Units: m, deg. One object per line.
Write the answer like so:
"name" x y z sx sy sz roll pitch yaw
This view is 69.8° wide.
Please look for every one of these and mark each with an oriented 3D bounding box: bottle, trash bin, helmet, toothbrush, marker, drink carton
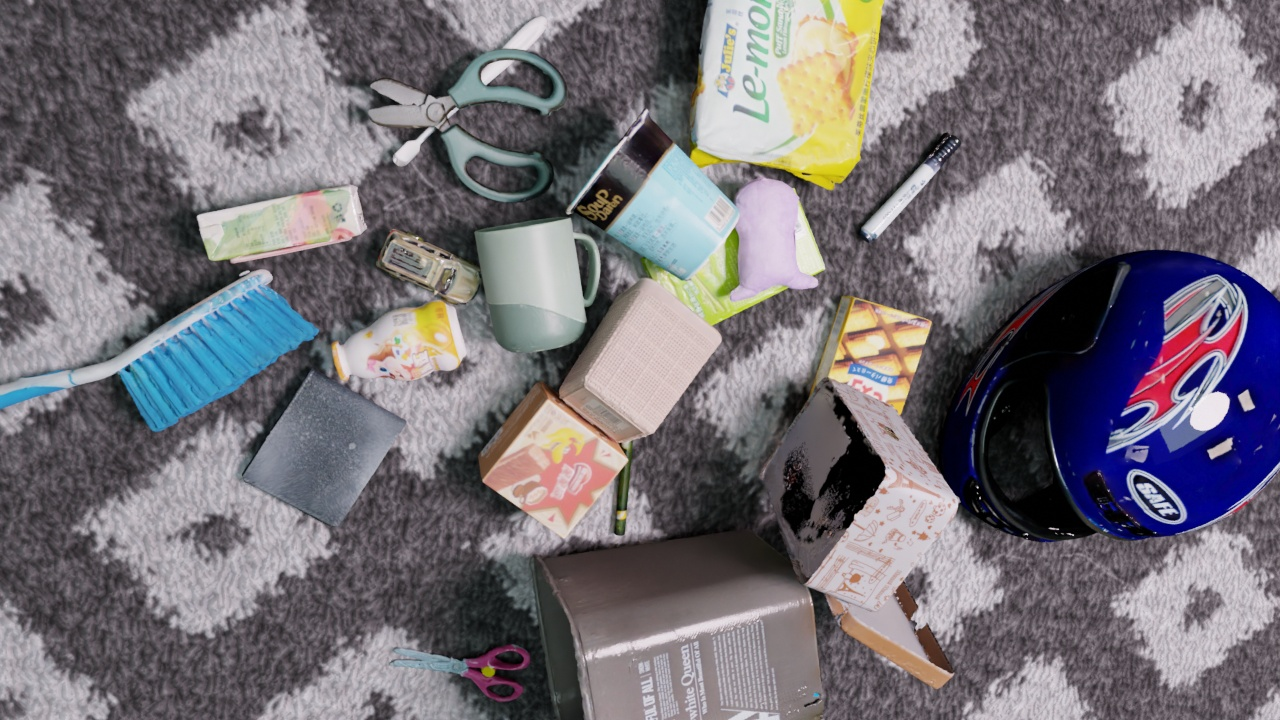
"bottle" -0.208 -0.012 0.792 0.108 0.063 0.063 -15 103 -8
"trash bin" 0.031 0.266 0.835 0.219 0.199 0.199 -10 103 -15
"helmet" 0.451 0.048 0.847 0.247 0.240 0.315 40 92 -14
"toothbrush" -0.146 -0.231 0.787 0.180 0.016 0.016 -45 116 -3
"toothbrush" -0.016 0.079 0.875 0.017 0.012 0.186 4 100 -6
"marker" 0.257 -0.166 0.879 0.022 0.018 0.130 43 90 -7
"drink carton" -0.293 -0.112 0.760 0.122 0.053 0.045 -13 104 -8

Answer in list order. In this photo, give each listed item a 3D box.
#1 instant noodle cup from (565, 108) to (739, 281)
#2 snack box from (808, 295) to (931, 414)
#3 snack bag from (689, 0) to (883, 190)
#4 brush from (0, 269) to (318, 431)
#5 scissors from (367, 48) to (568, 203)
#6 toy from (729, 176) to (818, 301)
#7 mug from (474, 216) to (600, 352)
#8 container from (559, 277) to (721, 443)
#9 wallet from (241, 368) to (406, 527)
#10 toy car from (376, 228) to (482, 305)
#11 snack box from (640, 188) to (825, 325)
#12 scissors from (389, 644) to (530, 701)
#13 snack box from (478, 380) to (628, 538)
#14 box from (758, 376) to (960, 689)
"instant noodle cup" 0.016 -0.132 0.782 0.120 0.111 0.111 38 91 -9
"snack box" 0.220 0.014 0.899 0.087 0.033 0.140 15 100 -13
"snack bag" 0.125 -0.281 0.803 0.158 0.068 0.246 5 100 -13
"brush" -0.430 0.016 0.762 0.314 0.060 0.109 -32 100 -1
"scissors" -0.145 -0.190 0.780 0.178 0.019 0.161 -11 110 -18
"toy" 0.116 -0.110 0.821 0.084 0.039 0.108 -8 99 -9
"mug" -0.082 -0.069 0.802 0.111 0.082 0.106 -18 105 -35
"container" -0.005 0.005 0.801 0.090 0.090 0.110 39 68 -11
"wallet" -0.282 0.080 0.819 0.097 0.019 0.121 33 95 -16
"toy car" -0.182 -0.079 0.799 0.090 0.035 0.042 25 96 -17
"snack box" 0.087 -0.090 0.854 0.156 0.026 0.086 -27 105 -5
"scissors" -0.176 0.303 0.887 0.137 0.017 0.072 5 110 -8
"snack box" -0.080 0.088 0.829 0.094 0.077 0.093 39 91 -16
"box" 0.223 0.145 0.828 0.217 0.180 0.158 35 107 -18
